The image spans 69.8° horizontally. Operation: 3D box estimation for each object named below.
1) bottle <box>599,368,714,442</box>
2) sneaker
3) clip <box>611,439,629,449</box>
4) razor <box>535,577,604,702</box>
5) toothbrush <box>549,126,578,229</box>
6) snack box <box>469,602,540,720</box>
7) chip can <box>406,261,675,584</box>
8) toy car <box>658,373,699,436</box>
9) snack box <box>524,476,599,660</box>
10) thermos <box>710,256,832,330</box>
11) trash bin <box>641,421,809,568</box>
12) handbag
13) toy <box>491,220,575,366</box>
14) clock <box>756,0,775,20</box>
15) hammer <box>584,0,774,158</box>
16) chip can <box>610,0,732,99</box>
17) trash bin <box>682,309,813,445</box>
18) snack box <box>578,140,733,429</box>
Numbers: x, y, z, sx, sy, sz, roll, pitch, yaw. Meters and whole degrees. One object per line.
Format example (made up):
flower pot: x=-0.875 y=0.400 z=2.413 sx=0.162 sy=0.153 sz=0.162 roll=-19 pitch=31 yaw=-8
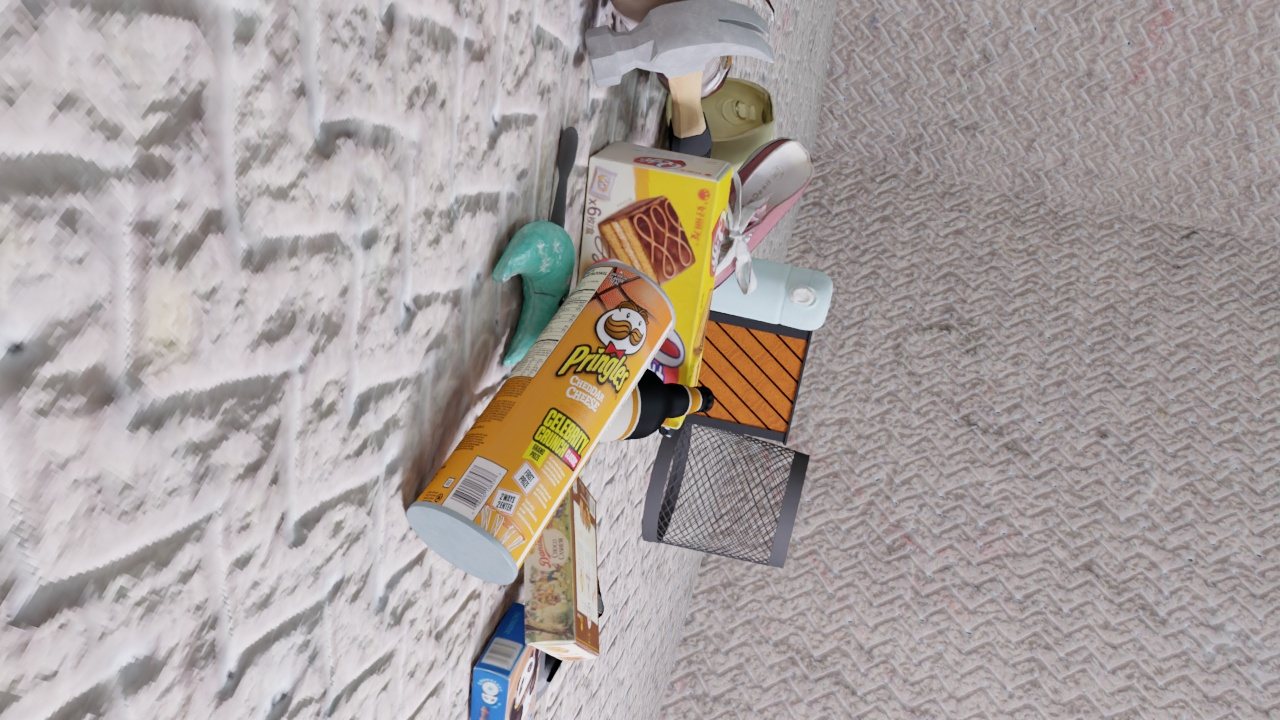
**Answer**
bottle: x=-0.010 y=0.033 z=0.725 sx=0.181 sy=0.059 sz=0.059 roll=0 pitch=106 yaw=-43
sneaker: x=0.081 y=-0.123 z=0.899 sx=0.241 sy=0.118 sz=0.088 roll=-44 pitch=-162 yaw=3
clip: x=-0.005 y=0.050 z=1.057 sx=0.058 sy=0.050 sz=0.101 roll=111 pitch=-6 yaw=-77
razor: x=-0.087 y=0.268 z=0.883 sx=0.156 sy=0.060 sz=0.057 roll=-57 pitch=157 yaw=3
toothbrush: x=-0.063 y=-0.086 z=0.673 sx=0.013 sy=0.013 sz=0.167 roll=-64 pitch=166 yaw=-77
snack box: x=-0.118 y=0.298 z=0.799 sx=0.087 sy=0.034 sz=0.151 roll=-57 pitch=158 yaw=-62
chip can: x=-0.057 y=0.033 z=0.593 sx=0.214 sy=0.075 sz=0.075 roll=-57 pitch=160 yaw=-33
toy car: x=0.041 y=0.023 z=0.935 sx=0.046 sy=0.034 sz=0.112 roll=77 pitch=27 yaw=-70
snack box: x=-0.065 y=0.176 z=0.786 sx=0.143 sy=0.041 sz=0.146 roll=75 pitch=11 yaw=-68
thermos: x=0.101 y=-0.082 z=0.989 sx=0.078 sy=0.207 sz=0.065 roll=13 pitch=91 yaw=-79
trash bin: x=0.143 y=0.218 z=1.500 sx=0.217 sy=0.227 sz=0.217 roll=14 pitch=89 yaw=-79
handbag: x=0.086 y=-0.239 z=0.982 sx=0.119 sy=0.111 sz=0.081 roll=74 pitch=15 yaw=-70
toy: x=-0.071 y=-0.051 z=0.632 sx=0.084 sy=0.033 sz=0.105 roll=-54 pitch=159 yaw=-36
clock: x=0.070 y=-0.333 z=0.700 sx=0.155 sy=0.065 sz=0.114 roll=54 pitch=12 yaw=-18
hammer: x=0.041 y=-0.209 z=0.786 sx=0.328 sy=0.131 sz=0.039 roll=54 pitch=25 yaw=-81
chip can: x=0.027 y=-0.276 z=0.739 sx=0.229 sy=0.080 sz=0.080 roll=-1 pitch=104 yaw=-78
trash bin: x=0.103 y=0.005 z=1.131 sx=0.139 sy=0.172 sz=0.140 roll=-75 pitch=176 yaw=-81
snack box: x=0.006 y=-0.062 z=0.792 sx=0.061 sy=0.110 sz=0.231 roll=-56 pitch=157 yaw=-61
